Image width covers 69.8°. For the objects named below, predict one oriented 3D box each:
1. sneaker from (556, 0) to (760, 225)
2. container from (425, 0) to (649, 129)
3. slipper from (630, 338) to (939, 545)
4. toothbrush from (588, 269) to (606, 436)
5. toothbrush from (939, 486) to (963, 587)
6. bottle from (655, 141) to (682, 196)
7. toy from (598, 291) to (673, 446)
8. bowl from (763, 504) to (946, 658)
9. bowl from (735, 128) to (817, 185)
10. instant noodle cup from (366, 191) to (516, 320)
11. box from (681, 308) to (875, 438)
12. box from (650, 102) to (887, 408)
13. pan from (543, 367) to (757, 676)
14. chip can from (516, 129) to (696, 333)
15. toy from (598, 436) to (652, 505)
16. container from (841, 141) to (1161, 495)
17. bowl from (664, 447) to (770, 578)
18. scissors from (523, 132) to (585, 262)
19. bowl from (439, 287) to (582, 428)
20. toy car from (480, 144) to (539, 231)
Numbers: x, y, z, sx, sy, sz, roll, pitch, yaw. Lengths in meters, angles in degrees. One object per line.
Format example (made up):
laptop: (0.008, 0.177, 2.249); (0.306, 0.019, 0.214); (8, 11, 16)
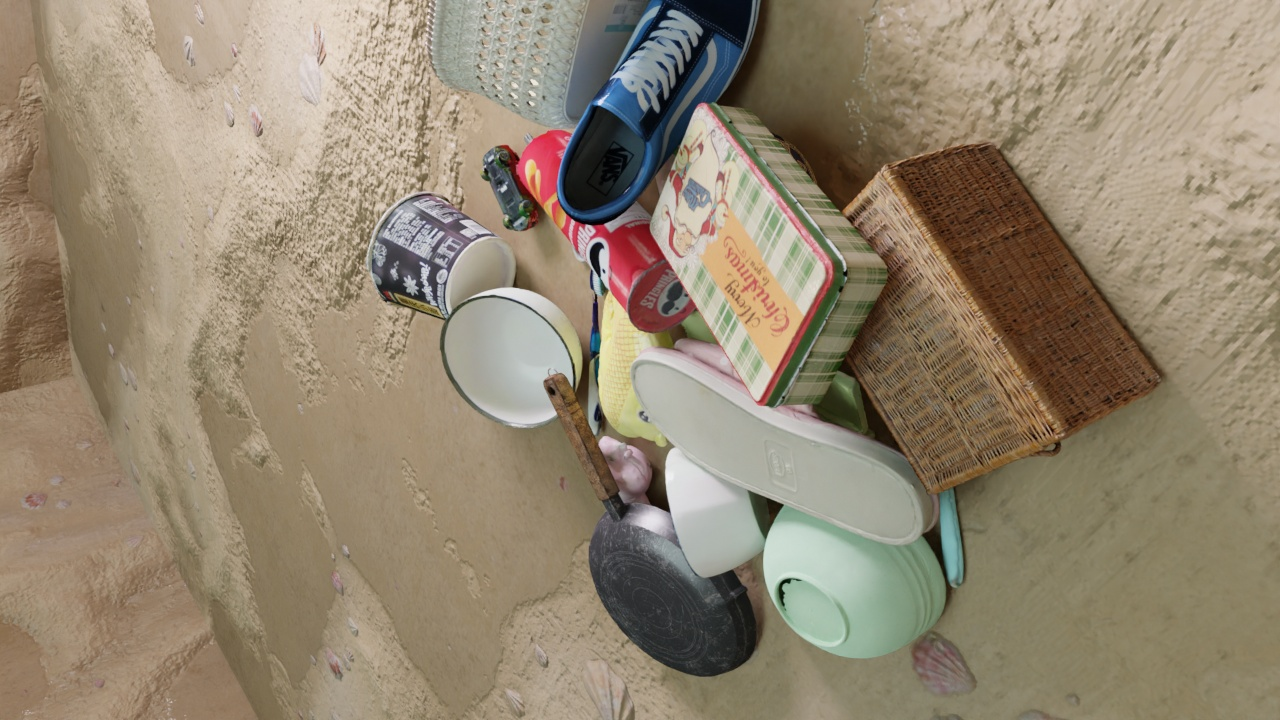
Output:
sneaker: (0.016, -0.203, 0.672); (0.083, 0.098, 0.241); (32, 101, -3)
container: (-0.057, -0.305, 0.717); (0.143, 0.184, 0.247); (38, 132, 19)
slipper: (0.103, 0.053, 0.699); (0.275, 0.054, 0.114); (26, 140, 36)
toothbrush: (-0.043, -0.007, 0.936); (0.017, 0.016, 0.189); (25, 122, 44)
toothbrush: (0.223, 0.085, 0.678); (0.016, 0.016, 0.181); (2, 107, 46)
bottle: (0.032, -0.179, 0.757); (0.051, 0.051, 0.146); (-5, 101, 49)
toy: (-0.005, 0.005, 0.844); (0.171, 0.064, 0.154); (105, 148, -58)
bowl: (0.154, 0.176, 0.724); (0.151, 0.076, 0.151); (29, 135, 33)
bowl: (0.093, -0.122, 0.703); (0.112, 0.061, 0.112); (21, 120, 42)
instant noodle cup: (-0.210, -0.103, 1.003); (0.112, 0.137, 0.137); (26, 124, 29)
box: (0.107, 0.026, 0.761); (0.188, 0.043, 0.141); (28, 145, 39)
box: (0.074, -0.075, 0.606); (0.205, 0.049, 0.118); (-117, 35, -40)
pan: (-0.013, 0.169, 0.901); (0.208, 0.040, 0.357); (-17, 106, 49)
chip can: (-0.033, -0.121, 0.798); (0.233, 0.073, 0.073); (52, 138, 40)
toy: (-0.012, 0.124, 0.932); (0.064, 0.047, 0.110); (12, 122, 49)
container: (0.203, -0.026, 0.581); (0.198, 0.113, 0.113); (62, 144, 13)
bowl: (0.070, 0.125, 0.795); (0.066, 0.116, 0.116); (-15, 94, 15)
scissors: (-0.066, -0.162, 0.902); (0.095, 0.014, 0.170); (-12, 99, 51)
bowl: (-0.126, -0.011, 0.962); (0.153, 0.072, 0.154); (10, 120, 17)
toy car: (-0.133, -0.178, 0.953); (0.042, 0.036, 0.091); (-26, 85, 49)
